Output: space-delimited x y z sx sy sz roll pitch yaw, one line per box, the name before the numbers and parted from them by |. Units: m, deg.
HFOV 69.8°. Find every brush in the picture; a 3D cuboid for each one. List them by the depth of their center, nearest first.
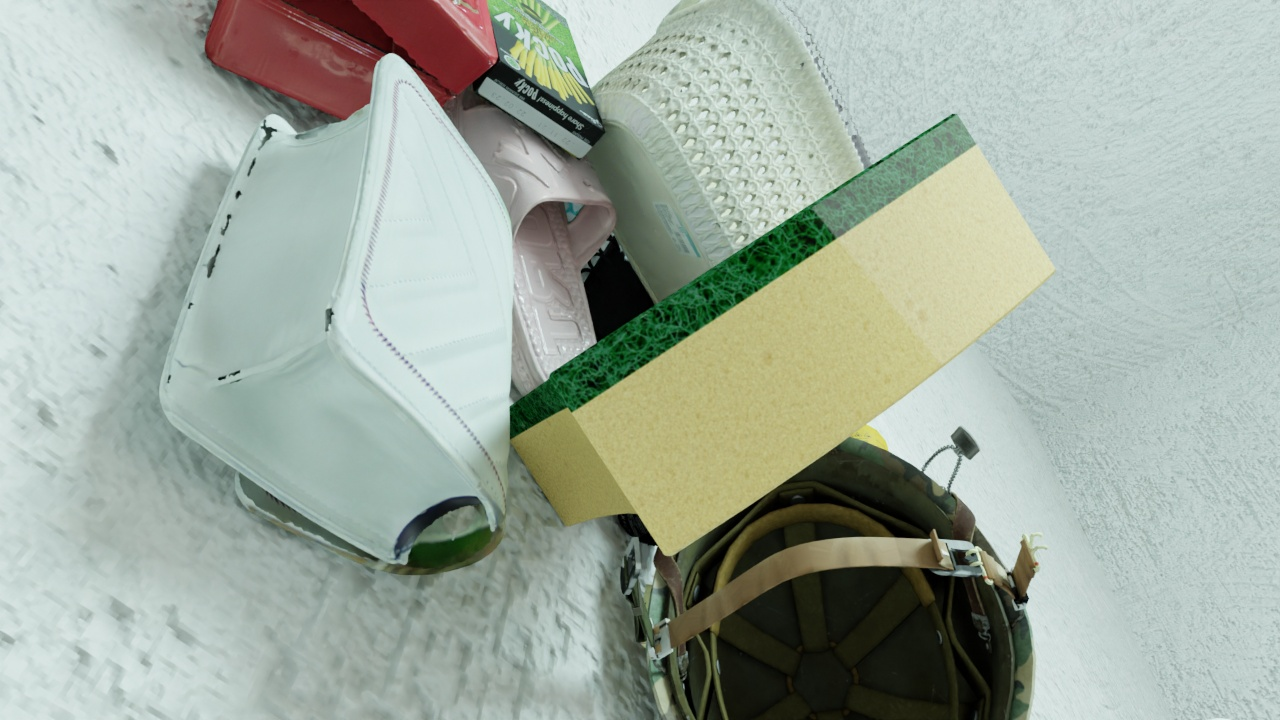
brush | 0.041 -0.002 0.442 0.075 0.194 0.250 57 -16 -1

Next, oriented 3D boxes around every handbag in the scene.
handbag | -0.115 -0.022 0.407 0.198 0.096 0.142 -98 162 -46

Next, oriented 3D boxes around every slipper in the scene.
slipper | -0.060 -0.089 0.574 0.094 0.065 0.239 1 73 -55

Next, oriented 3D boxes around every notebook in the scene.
notebook | 0.036 -0.060 0.759 0.169 0.019 0.230 48 44 -21

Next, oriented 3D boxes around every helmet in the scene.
helmet | 0.097 0.138 0.483 0.236 0.193 0.224 71 11 -69

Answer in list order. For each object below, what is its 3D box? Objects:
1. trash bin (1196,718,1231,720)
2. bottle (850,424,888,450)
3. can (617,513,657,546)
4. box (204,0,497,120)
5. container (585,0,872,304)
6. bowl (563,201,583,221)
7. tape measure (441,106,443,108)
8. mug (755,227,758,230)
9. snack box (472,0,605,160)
trash bin | 0.231 0.305 0.476 0.181 0.260 0.157 25 35 -51
bottle | 0.224 0.119 0.931 0.071 0.071 0.163 46 25 -25
can | 0.017 0.063 0.609 0.054 0.054 0.137 48 24 -21
box | -0.162 -0.212 0.526 0.135 0.118 0.157 35 29 -38
container | 0.062 -0.121 0.647 0.251 0.143 0.185 59 -20 -22
bowl | -0.066 -0.172 0.714 0.144 0.074 0.143 44 26 -29
tape measure | -0.140 -0.145 0.581 0.058 0.036 0.065 61 23 8
mug | 0.100 -0.075 0.928 0.110 0.096 0.123 56 -8 -18
snack box | -0.074 -0.198 0.587 0.080 0.025 0.147 26 33 -37
